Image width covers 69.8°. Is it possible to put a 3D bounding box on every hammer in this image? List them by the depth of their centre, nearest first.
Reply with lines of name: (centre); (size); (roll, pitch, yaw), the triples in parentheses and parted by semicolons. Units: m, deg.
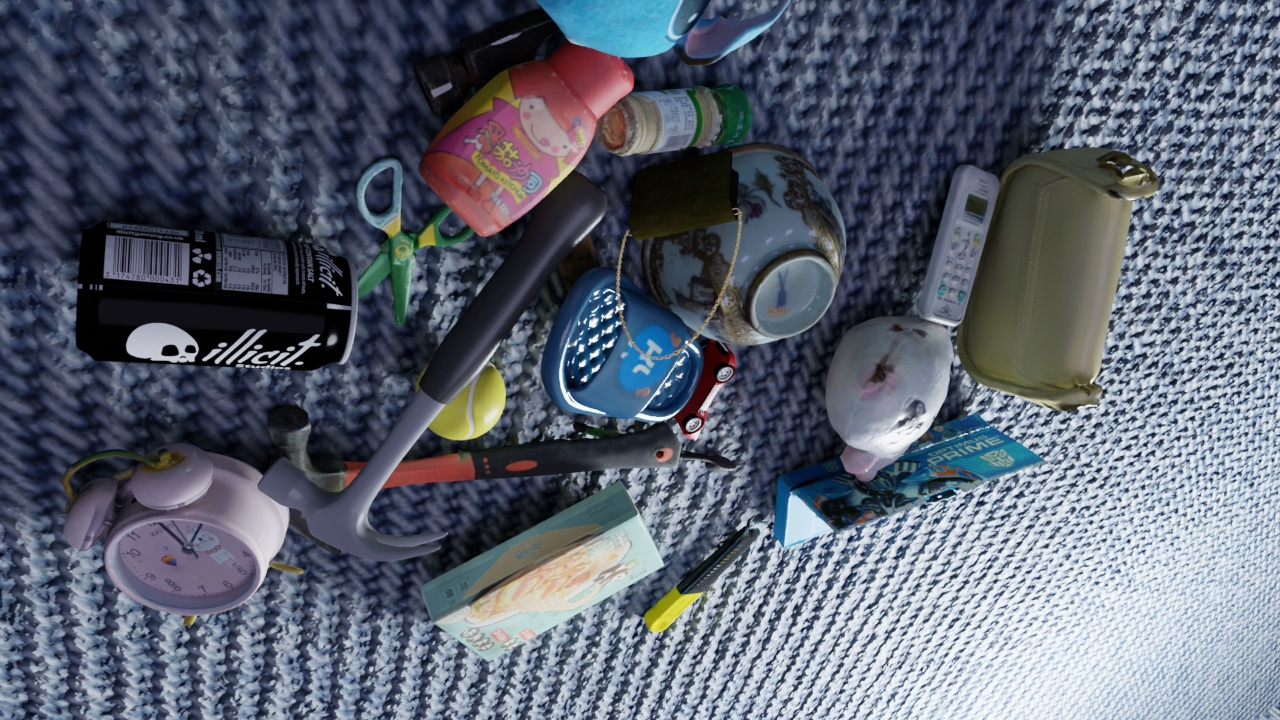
hammer: (-0.124, 0.007, 0.619); (0.125, 0.029, 0.311); (37, 100, -7)
hammer: (-0.041, -0.084, 0.657); (0.120, 0.033, 0.331); (-26, 134, -8)
hammer: (-0.120, 0.084, 0.742); (0.332, 0.033, 0.133); (-4, 126, -22)

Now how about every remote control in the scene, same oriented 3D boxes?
remote control: (0.269, -0.097, 0.783); (0.050, 0.022, 0.133); (11, 96, -32)

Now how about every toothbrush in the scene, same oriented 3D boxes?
toothbrush: (0.015, 0.081, 0.828); (0.187, 0.014, 0.017); (18, 139, -34)

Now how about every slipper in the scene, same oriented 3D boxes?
slipper: (-0.004, 0.004, 0.677); (0.104, 0.059, 0.213); (-60, 150, 0)

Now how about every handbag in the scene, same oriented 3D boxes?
handbag: (0.025, -0.067, 0.597); (0.084, 0.177, 0.027); (-9, 136, 19)
handbag: (0.357, -0.071, 0.781); (0.088, 0.190, 0.233); (-3, 115, -7)

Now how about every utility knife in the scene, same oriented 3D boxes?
utility knife: (0.069, 0.224, 0.965); (0.174, 0.020, 0.028); (-45, 134, 12)

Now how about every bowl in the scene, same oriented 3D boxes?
bowl: (0.092, -0.071, 0.692); (0.159, 0.094, 0.160); (-14, 130, -17)

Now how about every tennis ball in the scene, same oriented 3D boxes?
tennis ball: (-0.132, 0.026, 0.673); (0.065, 0.065, 0.065); (-14, 130, -17)

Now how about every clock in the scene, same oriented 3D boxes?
clock: (-0.321, 0.112, 0.635); (0.117, 0.058, 0.158); (-24, 127, 9)

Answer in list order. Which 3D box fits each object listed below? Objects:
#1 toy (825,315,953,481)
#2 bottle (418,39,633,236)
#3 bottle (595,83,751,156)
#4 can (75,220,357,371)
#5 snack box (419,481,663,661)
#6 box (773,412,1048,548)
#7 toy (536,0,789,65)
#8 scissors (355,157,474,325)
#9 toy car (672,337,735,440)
toy: (0.224, 0.040, 0.841); (0.138, 0.101, 0.180); (-38, 139, -31)
bottle: (-0.065, -0.138, 0.546); (0.134, 0.048, 0.071); (-43, 134, 3)
bottle: (0.023, -0.158, 0.605); (0.109, 0.042, 0.043); (-17, 133, -36)
can: (-0.252, -0.036, 0.552); (0.145, 0.080, 0.080); (4, 123, -29)
snack box: (-0.082, 0.193, 0.828); (0.193, 0.044, 0.141); (-28, 148, -5)
box: (0.269, 0.138, 0.934); (0.243, 0.113, 0.114); (-15, 131, -16)
toy: (-0.007, -0.262, 0.475); (0.224, 0.099, 0.191); (18, 98, -22)
scissors: (-0.166, -0.078, 0.609); (0.131, 0.012, 0.112); (-42, 132, 7)
toy car: (0.053, 0.023, 0.784); (0.025, 0.038, 0.090); (11, 120, -37)
